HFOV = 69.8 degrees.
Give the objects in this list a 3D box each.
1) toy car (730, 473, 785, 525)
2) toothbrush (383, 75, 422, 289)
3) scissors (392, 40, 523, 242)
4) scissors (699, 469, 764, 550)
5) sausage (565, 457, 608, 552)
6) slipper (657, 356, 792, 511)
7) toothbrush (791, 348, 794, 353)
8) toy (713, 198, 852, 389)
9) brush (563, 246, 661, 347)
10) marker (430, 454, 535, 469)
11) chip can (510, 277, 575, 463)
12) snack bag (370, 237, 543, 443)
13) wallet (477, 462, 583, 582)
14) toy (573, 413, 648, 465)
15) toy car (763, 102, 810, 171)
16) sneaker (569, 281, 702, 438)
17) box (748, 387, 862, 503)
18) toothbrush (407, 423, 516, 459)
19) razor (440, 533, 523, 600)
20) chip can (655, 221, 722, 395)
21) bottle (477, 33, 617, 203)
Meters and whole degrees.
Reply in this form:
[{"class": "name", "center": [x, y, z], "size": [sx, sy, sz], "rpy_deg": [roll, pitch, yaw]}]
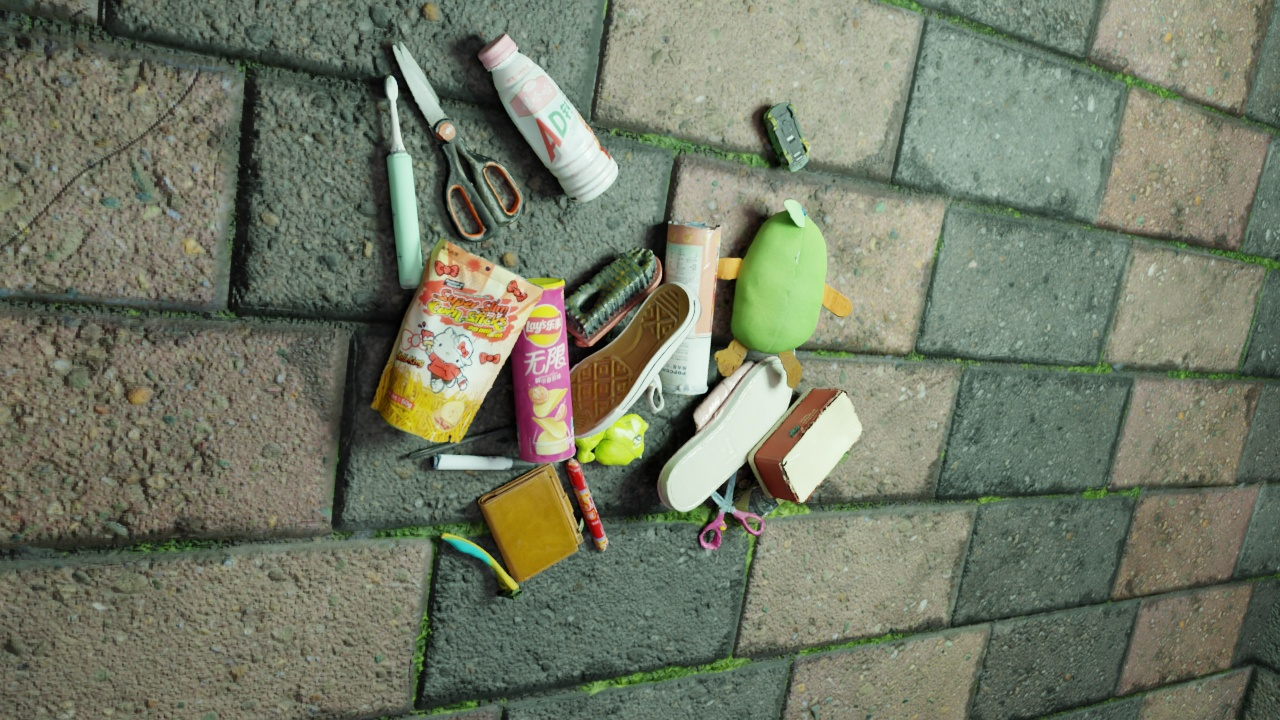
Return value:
[{"class": "toy car", "center": [0.197, 0.183, 1.348], "size": [0.158, 0.042, 0.070], "rpy_deg": [-38, 119, -13]}, {"class": "toothbrush", "center": [-0.255, -0.186, 0.979], "size": [0.026, 0.027, 0.225], "rpy_deg": [-13, 111, -31]}, {"class": "scissors", "center": [-0.216, -0.228, 0.992], "size": [0.235, 0.022, 0.136], "rpy_deg": [40, 83, -33]}, {"class": "scissors", "center": [0.130, 0.214, 1.312], "size": [0.125, 0.017, 0.133], "rpy_deg": [10, 107, -9]}, {"class": "sausage", "center": [-0.069, 0.191, 1.202], "size": [0.020, 0.020, 0.156], "rpy_deg": [-28, 117, -21]}, {"class": "slipper", "center": [0.113, 0.096, 1.261], "size": [0.273, 0.054, 0.114], "rpy_deg": [-46, 126, -23]}, {"class": "toothbrush", "center": [0.215, -0.059, 1.300], "size": [0.016, 0.018, 0.192], "rpy_deg": [-10, 108, -28]}, {"class": "toy", "center": [0.184, -0.089, 1.231], "size": [0.226, 0.090, 0.247], "rpy_deg": [14, 94, -20]}, {"class": "brush", "center": [-0.031, -0.078, 1.128], "size": [0.145, 0.063, 0.069], "rpy_deg": [-42, 151, -16]}, {"class": "marker", "center": [-0.190, 0.124, 1.112], "size": [0.130, 0.023, 0.018], "rpy_deg": [5, 90, -29]}, {"class": "chip can", "center": [-0.118, 0.012, 1.080], "size": [0.071, 0.071, 0.211], "rpy_deg": [-10, 104, -28]}, {"class": "snack bag", "center": [-0.207, -0.017, 1.012], "size": [0.128, 0.073, 0.208], "rpy_deg": [26, 99, -12]}, {"class": "wallet", "center": [-0.129, 0.203, 1.162], "size": [0.118, 0.035, 0.131], "rpy_deg": [-29, 118, -21]}, {"class": "toy", "center": [-0.039, 0.102, 1.189], "size": [0.096, 0.031, 0.100], "rpy_deg": [-50, 118, -10]}, {"class": "toy car", "center": [0.190, -0.294, 1.205], "size": [0.043, 0.036, 0.091], "rpy_deg": [-36, 120, -16]}, {"class": "sneaker", "center": [-0.007, 0.007, 1.132], "size": [0.241, 0.118, 0.087], "rpy_deg": [-48, 153, 12]}, {"class": "box", "center": [0.240, 0.119, 1.283], "size": [0.168, 0.079, 0.091], "rpy_deg": [-43, 118, -29]}, {"class": "toothbrush", "center": [-0.193, 0.088, 1.103], "size": [0.180, 0.016, 0.018], "rpy_deg": [-17, 106, -26]}, {"class": "razor", "center": [-0.198, 0.251, 1.138], "size": [0.132, 0.043, 0.028], "rpy_deg": [49, 61, -26]}, {"class": "chip can", "center": [0.060, -0.068, 1.174], "size": [0.071, 0.071, 0.215], "rpy_deg": [-4, 106, -30]}, {"class": "bottle", "center": [-0.105, -0.269, 1.022], "size": [0.068, 0.068, 0.197], "rpy_deg": [-46, 119, -12]}]
